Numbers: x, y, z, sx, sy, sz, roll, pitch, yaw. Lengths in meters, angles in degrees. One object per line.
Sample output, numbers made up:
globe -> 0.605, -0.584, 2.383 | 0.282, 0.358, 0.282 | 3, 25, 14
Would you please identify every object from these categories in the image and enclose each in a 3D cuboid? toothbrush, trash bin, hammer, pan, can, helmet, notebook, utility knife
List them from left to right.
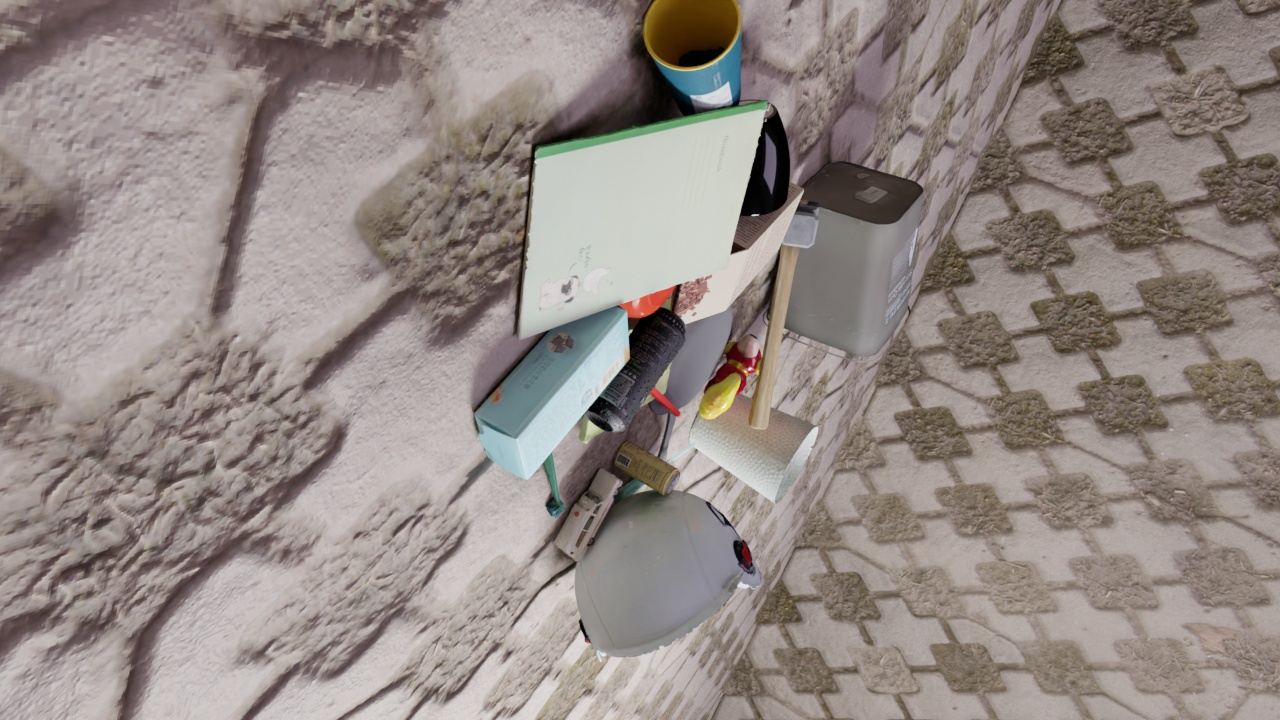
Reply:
toothbrush -> -0.099, 0.120, 0.979 | 0.017, 0.016, 0.190 | -46, 155, -26
can -> -0.005, 0.009, 0.941 | 0.137, 0.054, 0.054 | -55, 159, -22
notebook -> 0.004, -0.127, 0.807 | 0.251, 0.010, 0.182 | -21, 138, -35
can -> 0.008, 0.137, 1.162 | 0.038, 0.079, 0.038 | -49, 156, -31
helmet -> 0.015, 0.255, 1.165 | 0.237, 0.163, 0.263 | -28, -178, 10
toothbrush -> 0.017, 0.045, 1.085 | 0.018, 0.012, 0.212 | -62, 159, -7
utility knife -> 0.026, 0.154, 1.292 | 0.176, 0.016, 0.022 | -28, 141, -42
pan -> 0.063, 0.040, 1.249 | 0.215, 0.024, 0.355 | -38, 150, -48
trash bin -> 0.170, 0.122, 1.412 | 0.133, 0.161, 0.133 | -49, 156, -30
hammer -> 0.185, -0.059, 1.240 | 0.117, 0.051, 0.323 | -78, 175, -69
trash bin -> 0.310, -0.155, 1.369 | 0.196, 0.197, 0.220 | -43, 147, -41

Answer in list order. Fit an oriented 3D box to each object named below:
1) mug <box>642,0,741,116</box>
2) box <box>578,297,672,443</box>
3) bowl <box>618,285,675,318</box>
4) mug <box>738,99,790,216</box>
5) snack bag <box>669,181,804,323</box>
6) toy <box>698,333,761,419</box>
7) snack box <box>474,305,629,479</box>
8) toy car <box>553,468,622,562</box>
mug -> 0.052, -0.252, 0.778 | 0.078, 0.078, 0.121 | -60, 164, -5
box -> -0.006, 0.006, 1.037 | 0.186, 0.024, 0.137 | -31, 138, -55
bowl -> 0.007, -0.091, 0.915 | 0.130, 0.045, 0.131 | -49, 156, -31
mug -> 0.099, -0.210, 0.954 | 0.118, 0.085, 0.100 | -20, 133, -18
snack bag -> 0.093, -0.122, 1.018 | 0.205, 0.070, 0.095 | -47, 163, -38
toy -> 0.129, 0.029, 1.325 | 0.137, 0.067, 0.106 | -56, -177, -23
snack box -> -0.077, 0.021, 0.851 | 0.174, 0.053, 0.075 | -52, 158, -29
toy car -> -0.066, 0.186, 1.118 | 0.039, 0.039, 0.113 | 28, 90, -48
